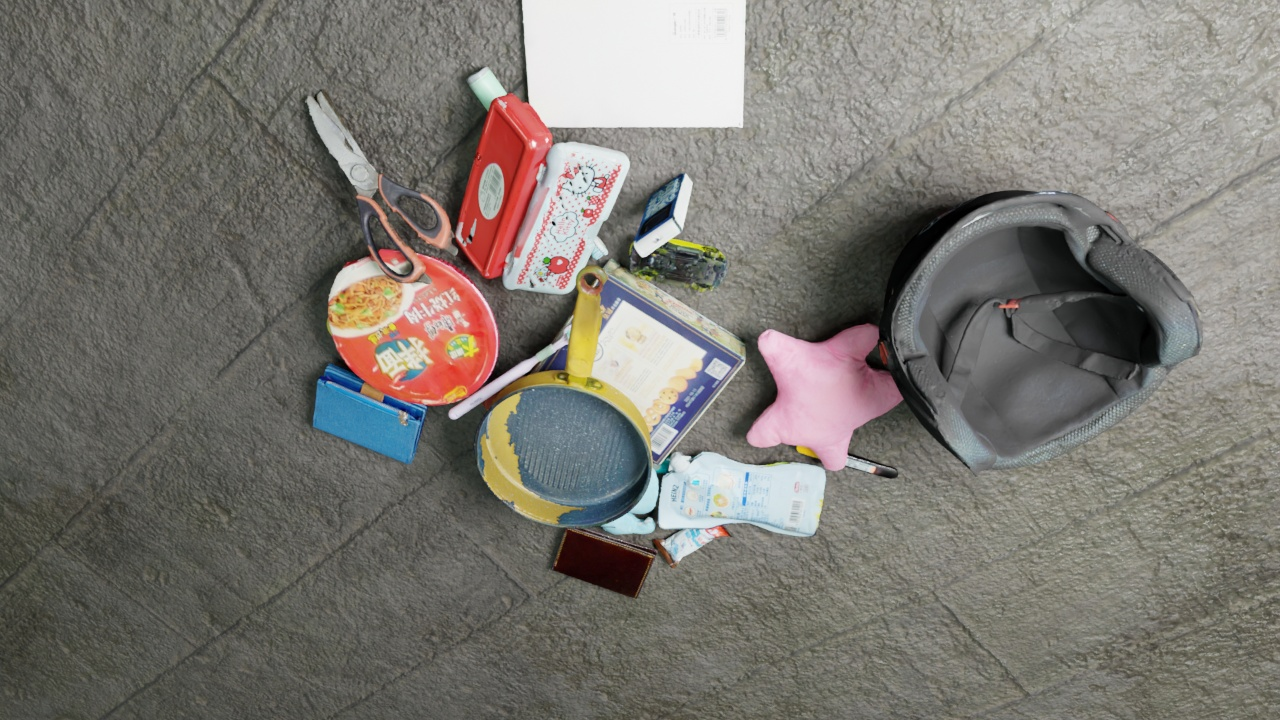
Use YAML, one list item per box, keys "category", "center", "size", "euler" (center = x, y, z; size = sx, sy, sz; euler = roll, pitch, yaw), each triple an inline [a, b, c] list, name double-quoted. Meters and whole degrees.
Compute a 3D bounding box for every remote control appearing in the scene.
- category: "remote control"
  center: [0.024, -0.141, 0.881]
  size: [0.049, 0.124, 0.024]
  euler: [-33, 111, 25]

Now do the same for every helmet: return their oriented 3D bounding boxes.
- category: "helmet"
  center: [0.332, -0.036, 0.827]
  size: [0.234, 0.230, 0.275]
  euler: [-31, 112, 10]

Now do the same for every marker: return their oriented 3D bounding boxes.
- category: "marker"
  center: [0.239, 0.114, 1.060]
  size: [0.124, 0.015, 0.018]
  euler: [17, 124, -3]

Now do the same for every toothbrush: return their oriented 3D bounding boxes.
- category: "toothbrush"
  center: [-0.098, -0.196, 0.930]
  size: [0.027, 0.026, 0.224]
  euler: [-30, 112, 17]
- category: "toothbrush"
  center: [-0.139, 0.017, 1.005]
  size: [0.189, 0.021, 0.029]
  euler: [-32, 115, 20]

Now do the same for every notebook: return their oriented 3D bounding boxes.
- category: "notebook"
  center: [-0.007, -0.293, 0.862]
  size: [0.209, 0.012, 0.150]
  euler: [3, 120, 8]

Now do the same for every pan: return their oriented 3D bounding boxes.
- category: "pan"
  center: [-0.071, 0.044, 0.956]
  size: [0.198, 0.078, 0.358]
  euler: [12, 123, 0]

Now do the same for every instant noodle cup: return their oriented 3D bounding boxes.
- category: "instant noodle cup"
  center: [-0.244, -0.047, 1.023]
  size: [0.194, 0.065, 0.194]
  euler: [5, 122, 7]

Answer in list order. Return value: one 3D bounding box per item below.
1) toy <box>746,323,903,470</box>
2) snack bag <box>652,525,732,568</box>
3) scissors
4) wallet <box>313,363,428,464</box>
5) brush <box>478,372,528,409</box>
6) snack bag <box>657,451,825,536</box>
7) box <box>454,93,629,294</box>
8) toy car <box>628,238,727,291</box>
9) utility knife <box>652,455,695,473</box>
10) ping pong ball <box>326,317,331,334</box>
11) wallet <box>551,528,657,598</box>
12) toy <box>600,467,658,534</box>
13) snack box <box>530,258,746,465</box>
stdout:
- category: "toy"
  center: [0.206, 0.043, 0.991]
  size: [0.178, 0.074, 0.195]
  euler: [-1, 124, -1]
- category: "snack bag"
  center: [0.064, 0.223, 1.150]
  size: [0.104, 0.026, 0.048]
  euler: [-33, 96, 25]
- category: "scissors"
  center: [-0.264, -0.185, 0.937]
  size: [0.192, 0.015, 0.207]
  euler: [5, 93, 2]
- category: "wallet"
  center: [-0.332, 0.067, 1.124]
  size: [0.133, 0.040, 0.107]
  euler: [22, 131, -3]
- category: "brush"
  center: [-0.129, 0.083, 1.077]
  size: [0.063, 0.069, 0.146]
  euler: [-24, 113, 23]
- category: "snack bag"
  center: [0.118, 0.161, 1.090]
  size: [0.191, 0.038, 0.110]
  euler: [6, 125, 4]
- category: "box"
  center: [-0.108, -0.151, 0.910]
  size: [0.154, 0.073, 0.202]
  euler: [29, 137, -2]
- category: "toy car"
  center: [0.039, -0.104, 0.956]
  size: [0.105, 0.032, 0.048]
  euler: [11, 122, -10]
- category: "utility knife"
  center: [0.024, 0.125, 1.106]
  size: [0.180, 0.013, 0.029]
  euler: [0, 124, 11]
- category: "ping pong ball"
  center: [-0.340, -0.042, 1.057]
  size: [0.040, 0.040, 0.040]
  euler: [5, 121, 8]
- category: "wallet"
  center: [-0.048, 0.261, 1.194]
  size: [0.122, 0.020, 0.097]
  euler: [19, 126, -1]
- category: "toy"
  center: [-0.028, 0.156, 1.102]
  size: [0.161, 0.049, 0.157]
  euler: [40, 131, -21]
- category: "snack box"
  center: [-0.006, 0.006, 1.022]
  size: [0.182, 0.045, 0.178]
  euler: [32, 121, -9]
